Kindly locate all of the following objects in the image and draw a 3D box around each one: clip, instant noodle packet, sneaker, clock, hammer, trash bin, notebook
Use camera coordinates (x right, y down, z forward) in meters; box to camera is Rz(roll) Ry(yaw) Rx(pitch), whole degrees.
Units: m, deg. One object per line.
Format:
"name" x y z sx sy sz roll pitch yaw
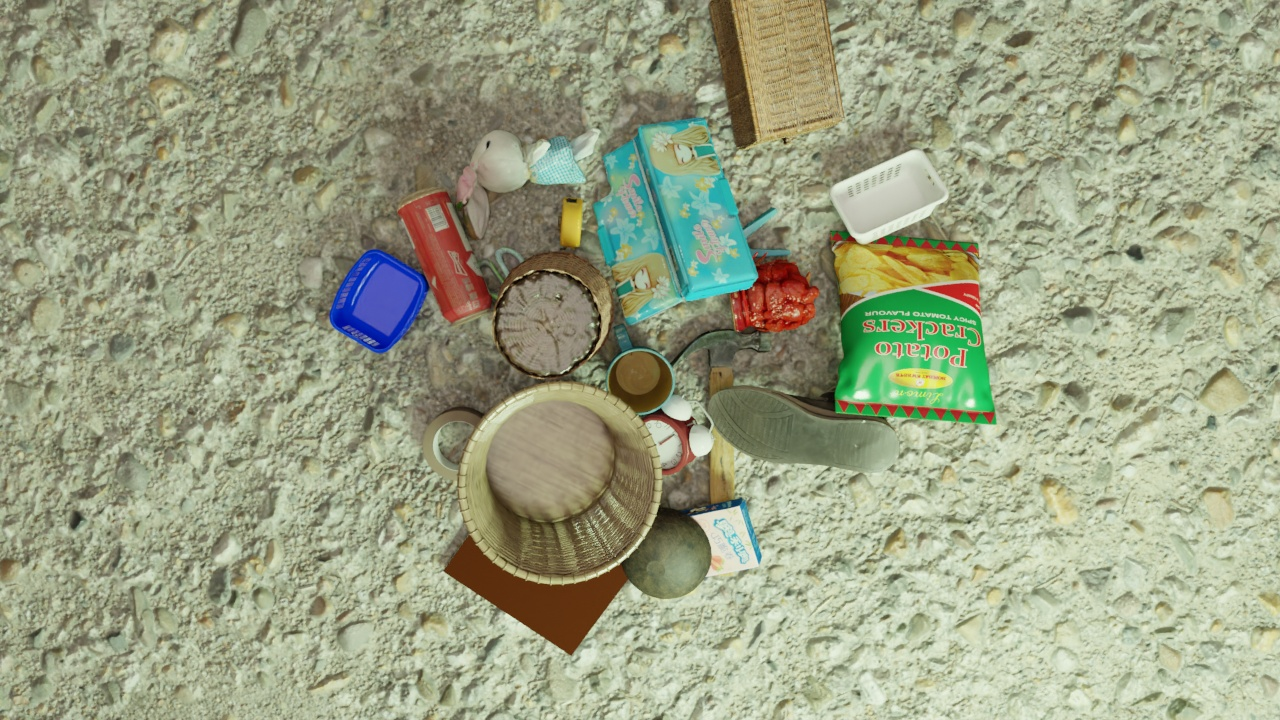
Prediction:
"clip" 0.132 -0.133 1.185 0.127 0.028 0.113 -10 96 -1
"instant noodle packet" 0.337 -0.046 1.145 0.195 0.090 0.252 5 67 -2
"sneaker" 0.207 0.070 1.169 0.235 0.119 0.095 6 109 10
"clock" 0.040 0.097 1.178 0.125 0.044 0.087 -39 84 33
"hammer" 0.105 0.124 1.214 0.132 0.033 0.330 -1 98 -3
"trash bin" -0.101 -0.055 1.084 0.151 0.210 0.151 -1 97 -5
"notebook" -0.130 0.272 1.233 0.209 0.022 0.172 35 97 -5

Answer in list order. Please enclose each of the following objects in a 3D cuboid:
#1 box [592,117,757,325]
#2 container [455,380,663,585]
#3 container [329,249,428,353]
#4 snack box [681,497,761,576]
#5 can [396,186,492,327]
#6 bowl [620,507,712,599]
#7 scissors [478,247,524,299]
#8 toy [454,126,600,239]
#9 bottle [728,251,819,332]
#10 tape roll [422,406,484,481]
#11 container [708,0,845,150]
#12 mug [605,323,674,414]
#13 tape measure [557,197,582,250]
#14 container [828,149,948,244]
"box" 0.029 -0.176 1.129 0.181 0.074 0.227 -18 77 7
"container" -0.104 0.129 1.103 0.226 0.196 0.227 -1 94 -10
"container" -0.327 -0.076 1.163 0.096 0.058 0.114 31 96 -5
"snack box" 0.074 0.240 1.206 0.154 0.033 0.088 -16 98 19
"can" -0.243 -0.129 1.149 0.067 0.067 0.170 -23 93 1
"bowl" 0.027 0.255 1.173 0.121 0.056 0.121 4 105 15
"scissors" -0.153 -0.061 1.193 0.072 0.033 0.175 -29 94 -1
"toy" -0.145 -0.249 1.130 0.205 0.131 0.105 -27 81 -4
"bottle" 0.168 -0.086 1.162 0.111 0.099 0.099 -8 98 6
"tape roll" -0.236 0.109 1.203 0.093 0.030 0.094 0 97 -1
"container" 0.164 -0.361 1.110 0.112 0.114 0.198 -12 99 -5
"mug" -0.007 0.007 1.158 0.084 0.104 0.112 -22 95 1
"tape measure" -0.089 -0.172 1.156 0.030 0.059 0.068 4 98 -3
"container" 0.310 -0.200 1.154 0.129 0.049 0.080 -24 68 2
